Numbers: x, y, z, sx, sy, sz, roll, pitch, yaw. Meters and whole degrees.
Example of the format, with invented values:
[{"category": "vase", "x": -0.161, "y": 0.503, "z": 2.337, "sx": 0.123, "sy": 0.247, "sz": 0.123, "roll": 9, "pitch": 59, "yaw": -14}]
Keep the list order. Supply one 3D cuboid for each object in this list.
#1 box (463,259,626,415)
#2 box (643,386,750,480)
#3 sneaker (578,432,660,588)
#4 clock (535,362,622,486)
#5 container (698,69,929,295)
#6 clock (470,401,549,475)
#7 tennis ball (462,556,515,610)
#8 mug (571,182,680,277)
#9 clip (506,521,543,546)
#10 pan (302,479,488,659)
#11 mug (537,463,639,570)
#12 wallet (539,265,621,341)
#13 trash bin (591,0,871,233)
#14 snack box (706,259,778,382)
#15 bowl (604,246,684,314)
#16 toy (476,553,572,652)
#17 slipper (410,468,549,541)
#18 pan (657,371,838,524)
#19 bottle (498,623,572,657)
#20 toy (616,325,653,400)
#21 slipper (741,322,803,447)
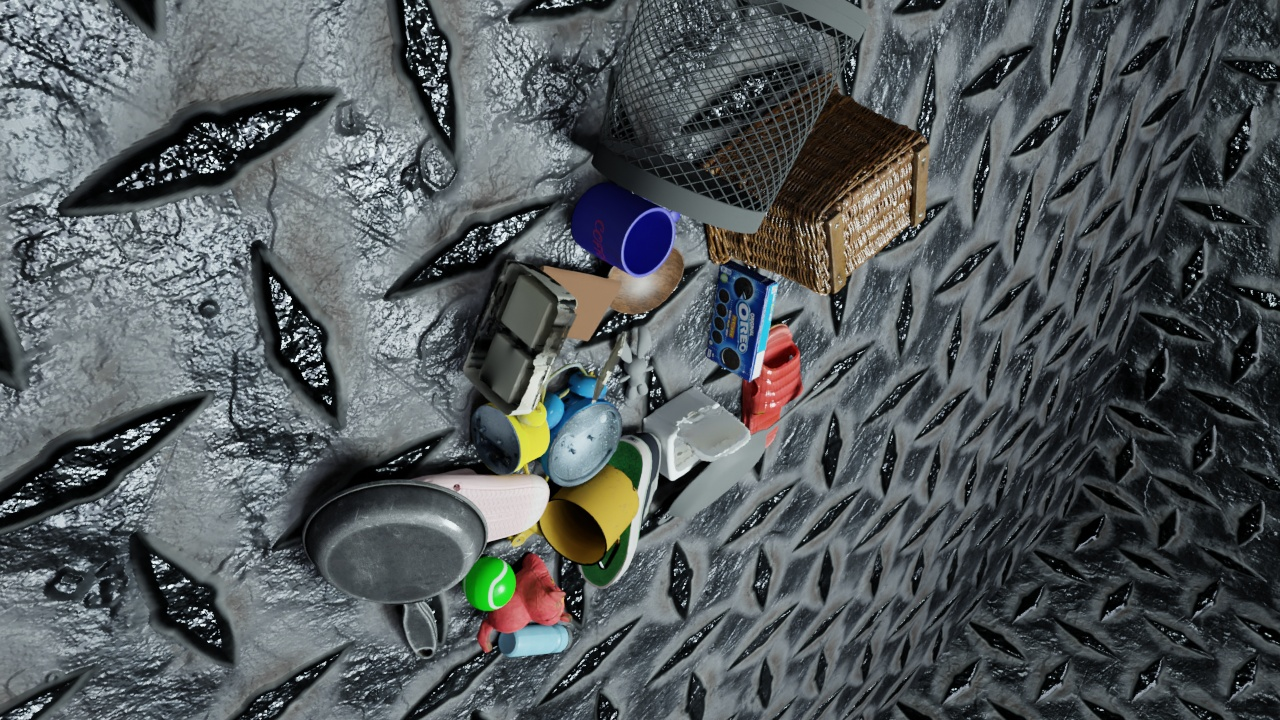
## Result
[{"category": "box", "x": -0.086, "y": 0.000, "z": 0.943, "sx": 0.070, "sy": 0.186, "sz": 0.144, "roll": 0, "pitch": 122, "yaw": -50}, {"category": "box", "x": 0.087, "y": 0.112, "z": 1.265, "sx": 0.108, "sy": 0.136, "sz": 0.121, "roll": -33, "pitch": 138, "yaw": -32}, {"category": "sneaker", "x": -0.022, "y": 0.206, "z": 1.262, "sx": 0.078, "sy": 0.084, "sz": 0.236, "roll": -17, "pitch": 129, "yaw": -57}, {"category": "clock", "x": -0.083, "y": 0.076, "z": 1.112, "sx": 0.116, "sy": 0.060, "sz": 0.162, "roll": -28, "pitch": 133, "yaw": -32}, {"category": "container", "x": 0.227, "y": -0.211, "z": 1.141, "sx": 0.249, "sy": 0.183, "sz": 0.162, "roll": -40, "pitch": 142, "yaw": -21}, {"category": "clock", "x": -0.143, "y": 0.071, "z": 1.020, "sx": 0.057, "sy": 0.083, "sz": 0.119, "roll": -22, "pitch": 134, "yaw": -45}, {"category": "tennis ball", "x": -0.187, "y": 0.276, "z": 1.134, "sx": 0.065, "sy": 0.065, "sz": 0.065, "roll": -28, "pitch": 134, "yaw": -33}, {"category": "mug", "x": -0.007, "y": -0.152, "z": 1.007, "sx": 0.111, "sy": 0.083, "sz": 0.079, "roll": -38, "pitch": 139, "yaw": -23}, {"category": "clip", "x": -0.149, "y": 0.213, "z": 1.174, "sx": 0.049, "sy": 0.044, "sz": 0.054, "roll": -17, "pitch": 146, "yaw": 16}, {"category": "pan", "x": -0.257, "y": 0.252, "z": 1.015, "sx": 0.187, "sy": 0.055, "sz": 0.358, "roll": -5, "pitch": 133, "yaw": -8}, {"category": "mug", "x": -0.058, "y": 0.202, "z": 1.173, "sx": 0.093, "sy": 0.101, "sz": 0.124, "roll": -44, "pitch": 115, "yaw": -48}, {"category": "wallet", "x": -0.084, "y": -0.063, "z": 1.030, "sx": 0.120, "sy": 0.013, "sz": 0.088, "roll": 7, "pitch": 124, "yaw": -46}, {"category": "trash bin", "x": 0.078, "y": -0.270, "z": 0.916, "sx": 0.217, "sy": 0.218, "sz": 0.228, "roll": 0, "pitch": 120, "yaw": -48}, {"category": "snack box", "x": 0.136, "y": -0.052, "z": 1.243, "sx": 0.027, "sy": 0.082, "sz": 0.150, "roll": -24, "pitch": 132, "yaw": -38}, {"category": "bowl", "x": -0.001, "y": -0.104, "z": 1.093, "sx": 0.114, "sy": 0.026, "sz": 0.102, "roll": 12, "pitch": 121, "yaw": -47}, {"category": "toy", "x": -0.155, "y": 0.327, "z": 1.186, "sx": 0.132, "sy": 0.094, "sz": 0.088, "roll": -43, "pitch": 141, "yaw": -15}, {"category": "slipper", "x": -0.203, "y": 0.166, "z": 1.042, "sx": 0.221, "sy": 0.055, "sz": 0.107, "roll": -2, "pitch": 120, "yaw": -36}, {"category": "pan", "x": 0.169, "y": 0.137, "z": 1.384, "sx": 0.354, "sy": 0.024, "sz": 0.216, "roll": -40, "pitch": 163, "yaw": -5}, {"category": "bottle", "x": -0.143, "y": 0.393, "z": 1.292, "sx": 0.130, "sy": 0.040, "sz": 0.040, "roll": 18, "pitch": 102, "yaw": -52}, {"category": "toy", "x": -0.007, "y": 0.007, "z": 1.170, "sx": 0.049, "sy": 0.030, "sz": 0.112, "roll": -22, "pitch": 138, "yaw": -18}, {"category": "slipper", "x": 0.207, "y": 0.052, "z": 1.419, "sx": 0.103, "sy": 0.059, "sz": 0.249, "roll": -29, "pitch": 136, "yaw": -32}]
